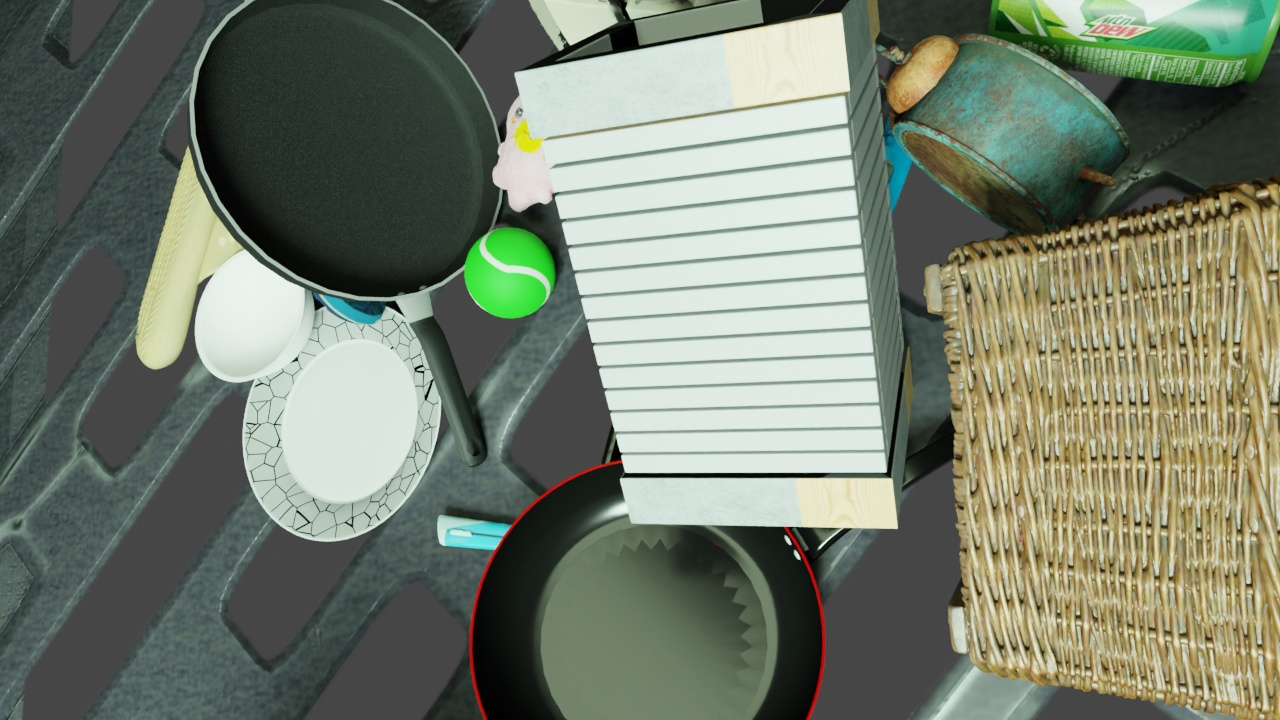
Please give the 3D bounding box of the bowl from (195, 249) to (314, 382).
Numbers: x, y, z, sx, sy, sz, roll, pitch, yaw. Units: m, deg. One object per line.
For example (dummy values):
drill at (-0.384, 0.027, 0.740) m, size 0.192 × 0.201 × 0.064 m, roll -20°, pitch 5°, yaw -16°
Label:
bowl at (-0.298, -0.033, 0.733) m, size 0.110 × 0.040 × 0.109 m, roll -6°, pitch 75°, yaw 22°

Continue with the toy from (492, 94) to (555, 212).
toy at (-0.073, -0.158, 0.684) m, size 0.093 × 0.050 × 0.102 m, roll -41°, pitch 63°, yaw 12°

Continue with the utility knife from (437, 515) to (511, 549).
utility knife at (-0.091, 0.124, 0.648) m, size 0.118 × 0.015 × 0.022 m, roll 0°, pitch 77°, yaw 20°

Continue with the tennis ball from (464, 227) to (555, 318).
tennis ball at (-0.094, -0.063, 0.663) m, size 0.065 × 0.065 × 0.065 m, roll -5°, pitch 76°, yaw 21°

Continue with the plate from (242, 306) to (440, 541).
plate at (-0.234, 0.046, 0.722) m, size 0.189 × 0.016 × 0.188 m, roll -5°, pitch 76°, yaw 21°

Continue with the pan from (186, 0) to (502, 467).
pan at (-0.182, -0.090, 0.660) m, size 0.034 × 0.224 × 0.356 m, roll -10°, pitch 100°, yaw 50°

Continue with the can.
can at (0.285, -0.208, 0.530) m, size 0.144 × 0.083 × 0.083 m, roll 16°, pitch 85°, yaw 24°

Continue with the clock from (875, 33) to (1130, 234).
clock at (0.198, -0.141, 0.528) m, size 0.157 × 0.121 × 0.073 m, roll 39°, pitch 98°, yaw 15°

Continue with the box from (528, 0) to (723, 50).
box at (-0.007, -0.261, 0.616) m, size 0.145 × 0.186 × 0.065 m, roll 17°, pitch 58°, yaw 21°

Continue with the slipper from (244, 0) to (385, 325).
slipper at (-0.237, -0.166, 0.718) m, size 0.060 × 0.118 × 0.294 m, roll -22°, pitch 72°, yaw 12°

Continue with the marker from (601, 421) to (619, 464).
marker at (-0.004, 0.004, 0.641) m, size 0.011 × 0.011 × 0.152 m, roll 12°, pitch 83°, yaw 24°

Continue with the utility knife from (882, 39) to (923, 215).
utility knife at (0.158, -0.121, 0.602) m, size 0.031 × 0.015 × 0.196 m, roll 20°, pitch 85°, yaw 20°

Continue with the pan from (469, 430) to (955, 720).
pan at (0.067, 0.127, 0.555) m, size 0.356 × 0.067 × 0.208 m, roll -29°, pitch 67°, yaw -4°

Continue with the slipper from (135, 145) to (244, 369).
slipper at (-0.358, -0.109, 0.779) m, size 0.111 × 0.079 × 0.262 m, roll 44°, pitch 113°, yaw 47°

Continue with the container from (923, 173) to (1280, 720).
container at (0.241, 0.040, 0.432) m, size 0.183 × 0.162 × 0.250 m, roll -5°, pitch 91°, yaw 27°

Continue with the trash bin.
trash bin at (0.058, -0.054, 0.488) m, size 0.143 × 0.142 × 0.247 m, roll -3°, pitch 117°, yaw 21°
